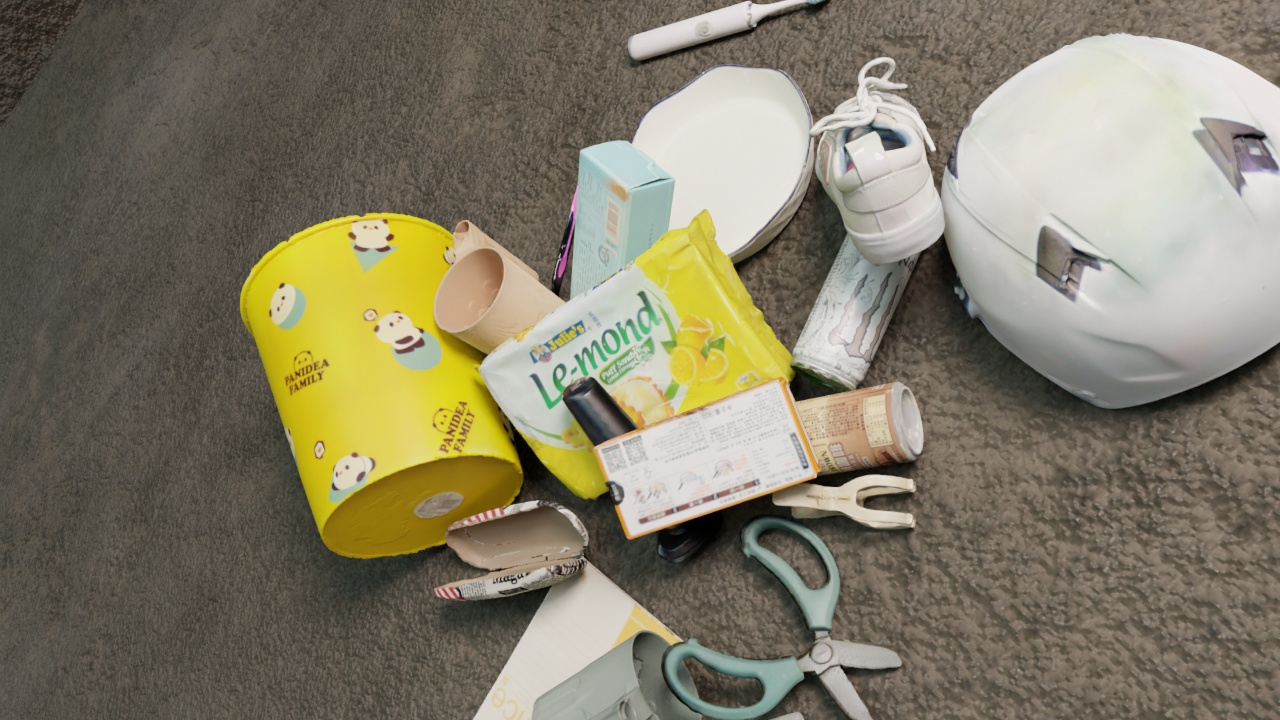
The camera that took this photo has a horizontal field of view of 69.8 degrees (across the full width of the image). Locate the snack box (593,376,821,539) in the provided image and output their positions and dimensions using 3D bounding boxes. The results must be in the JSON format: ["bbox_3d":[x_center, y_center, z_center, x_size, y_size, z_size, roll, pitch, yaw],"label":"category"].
[{"bbox_3d":[0.047,0.072,0.674,0.154,0.026,0.075,-22,89,17],"label":"snack box"}]

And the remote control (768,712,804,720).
[{"bbox_3d":[0.048,0.290,0.659,0.150,0.058,0.021,-28,80,24],"label":"remote control"}]

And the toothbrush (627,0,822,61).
[{"bbox_3d":[0.085,-0.335,0.910,0.221,0.027,0.026,-3,36,34],"label":"toothbrush"}]

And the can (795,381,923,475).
[{"bbox_3d":[0.146,0.055,0.685,0.116,0.058,0.058,-13,64,31],"label":"can"}]

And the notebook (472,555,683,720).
[{"bbox_3d":[-0.063,0.285,0.770,0.146,0.010,0.206,31,90,39],"label":"notebook"}]

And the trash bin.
[{"bbox_3d":[-0.237,0.031,0.872,0.230,0.229,0.255,-36,60,19],"label":"trash bin"}]

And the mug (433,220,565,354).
[{"bbox_3d":[-0.124,-0.057,0.839,0.084,0.103,0.124,-31,51,21],"label":"mug"}]

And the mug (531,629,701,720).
[{"bbox_3d":[-0.027,0.264,0.672,0.103,0.123,0.083,-36,75,19],"label":"mug"}]

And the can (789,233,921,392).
[{"bbox_3d":[0.170,-0.050,0.711,0.058,0.058,0.146,22,85,39],"label":"can"}]

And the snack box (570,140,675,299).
[{"bbox_3d":[-0.019,-0.098,0.806,0.074,0.051,0.175,47,143,37],"label":"snack box"}]

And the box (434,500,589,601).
[{"bbox_3d":[-0.118,0.181,0.804,0.163,0.076,0.087,-18,32,34],"label":"box"}]

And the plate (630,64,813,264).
[{"bbox_3d":[0.068,-0.172,0.843,0.205,0.045,0.204,-15,63,31],"label":"plate"}]

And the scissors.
[{"bbox_3d":[0.101,0.184,0.671,0.170,0.019,0.180,-5,56,16],"label":"scissors"}]

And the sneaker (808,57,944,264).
[{"bbox_3d":[0.164,-0.166,0.681,0.090,0.091,0.241,-22,28,19],"label":"sneaker"}]

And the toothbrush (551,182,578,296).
[{"bbox_3d":[-0.082,-0.103,0.942,0.018,0.014,0.189,-4,68,47],"label":"toothbrush"}]

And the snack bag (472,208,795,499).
[{"bbox_3d":[-0.005,0.004,0.765,0.247,0.158,0.068,-31,14,20],"label":"snack bag"}]

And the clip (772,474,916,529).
[{"bbox_3d":[0.149,0.101,0.670,0.099,0.066,0.034,0,71,24],"label":"clip"}]

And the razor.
[{"bbox_3d":[-0.004,0.084,0.736,0.062,0.167,0.068,-39,5,-15],"label":"razor"}]

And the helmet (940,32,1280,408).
[{"bbox_3d":[0.298,-0.110,0.588,0.229,0.145,0.258,-35,55,19],"label":"helmet"}]
